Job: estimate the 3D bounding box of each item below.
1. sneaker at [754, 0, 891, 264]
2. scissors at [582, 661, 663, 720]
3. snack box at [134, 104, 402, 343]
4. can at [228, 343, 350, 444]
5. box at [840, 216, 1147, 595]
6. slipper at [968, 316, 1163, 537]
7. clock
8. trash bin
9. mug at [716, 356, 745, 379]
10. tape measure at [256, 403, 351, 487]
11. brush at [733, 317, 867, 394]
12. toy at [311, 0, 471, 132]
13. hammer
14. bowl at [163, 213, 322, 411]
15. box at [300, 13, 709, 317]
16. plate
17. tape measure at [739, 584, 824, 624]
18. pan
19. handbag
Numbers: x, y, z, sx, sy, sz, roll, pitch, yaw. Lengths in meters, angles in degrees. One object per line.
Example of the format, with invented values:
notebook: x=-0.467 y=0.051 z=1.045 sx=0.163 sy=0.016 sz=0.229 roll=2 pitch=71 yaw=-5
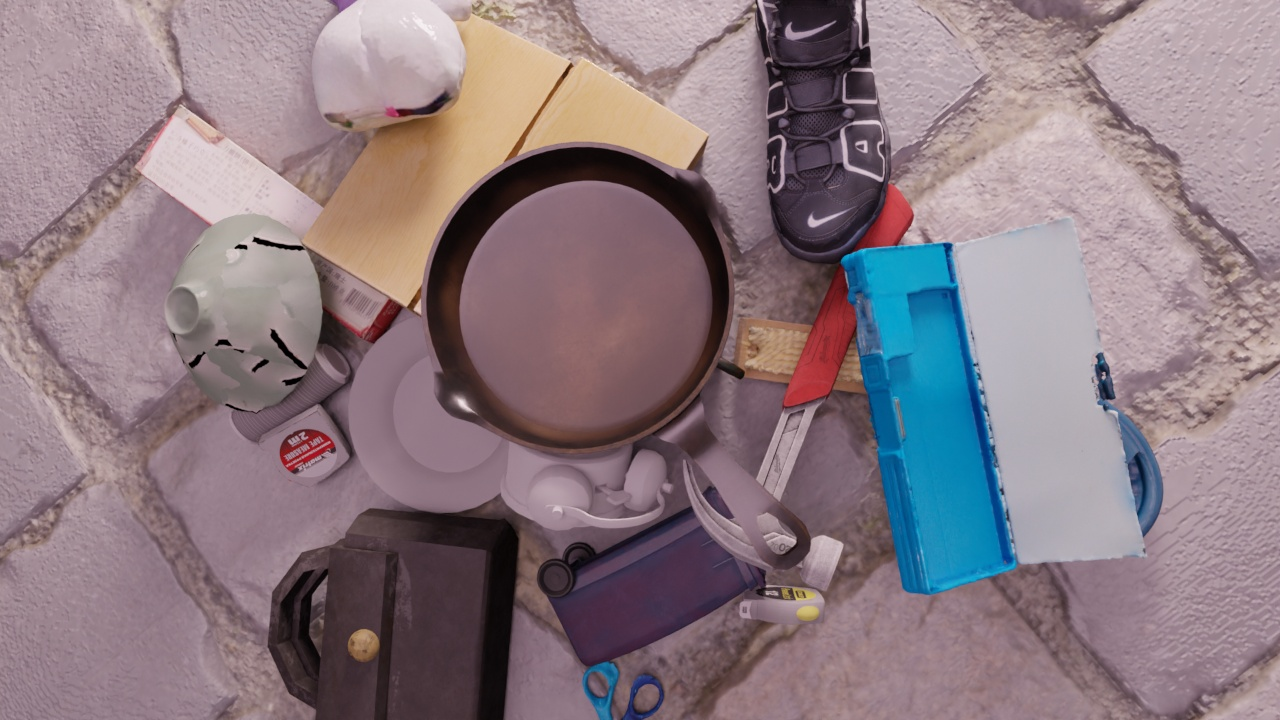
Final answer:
sneaker: x=0.130 y=-0.205 z=0.672 sx=0.097 sy=0.151 sz=0.252 roll=-6 pitch=77 yaw=13
scissors: x=-0.020 y=0.321 z=0.767 sx=0.073 sy=0.016 sz=0.134 roll=9 pitch=91 yaw=8
snack box: x=-0.325 y=-0.122 z=0.823 sx=0.273 sy=0.044 sz=0.076 roll=35 pitch=89 yaw=9
can: x=-0.310 y=0.030 z=0.814 sx=0.107 sy=0.044 sz=0.044 roll=-35 pitch=83 yaw=8
box: x=0.243 y=0.032 z=0.660 sx=0.167 sy=0.075 sz=0.243 roll=-10 pitch=86 yaw=5
slipper: x=0.303 y=0.050 z=0.693 sx=0.104 sy=0.059 sz=0.213 roll=-44 pitch=80 yaw=4
clock: x=-0.046 y=0.092 z=0.713 sx=0.159 sy=0.119 sz=0.061 roll=33 pitch=123 yaw=49
trash bin: x=0.014 y=0.164 z=0.726 sx=0.161 sy=0.093 sz=0.092 roll=-28 pitch=84 yaw=6
mug: x=0.035 y=-0.014 z=0.731 sx=0.111 sy=0.081 sz=0.085 roll=29 pitch=93 yaw=10
tape measure: x=-0.293 y=0.076 z=0.808 sx=0.060 sy=0.020 sz=0.062 roll=-29 pitch=115 yaw=0
brush: x=0.134 y=-0.004 z=0.734 sx=0.117 sy=0.039 sz=0.049 roll=8 pitch=89 yaw=6
toy: x=-0.210 y=-0.282 z=0.758 sx=0.138 sy=0.085 sz=0.209 roll=-20 pitch=61 yaw=9
hammer: x=0.134 y=0.002 z=0.693 sx=0.126 sy=0.036 sz=0.315 roll=21 pitch=74 yaw=14
bowl: x=-0.353 y=-0.042 z=0.762 sx=0.174 sy=0.067 sz=0.174 roll=1 pitch=93 yaw=25
box: x=-0.114 y=-0.137 z=0.758 sx=0.257 sy=0.076 sz=0.247 roll=30 pitch=82 yaw=16
plate: x=-0.170 y=0.045 z=0.800 sx=0.173 sy=0.019 sz=0.172 roll=0 pitch=88 yaw=10
tape measure: x=0.110 y=0.191 z=0.721 sx=0.065 sy=0.064 sz=0.016 roll=2 pitch=88 yaw=6
pan: x=-0.004 y=0.004 z=0.665 sx=0.249 sy=0.043 sz=0.356 roll=-40 pitch=79 yaw=1
handbag: x=-0.215 y=0.223 z=0.760 sx=0.199 sy=0.102 sz=0.197 roll=4 pitch=89 yaw=10
